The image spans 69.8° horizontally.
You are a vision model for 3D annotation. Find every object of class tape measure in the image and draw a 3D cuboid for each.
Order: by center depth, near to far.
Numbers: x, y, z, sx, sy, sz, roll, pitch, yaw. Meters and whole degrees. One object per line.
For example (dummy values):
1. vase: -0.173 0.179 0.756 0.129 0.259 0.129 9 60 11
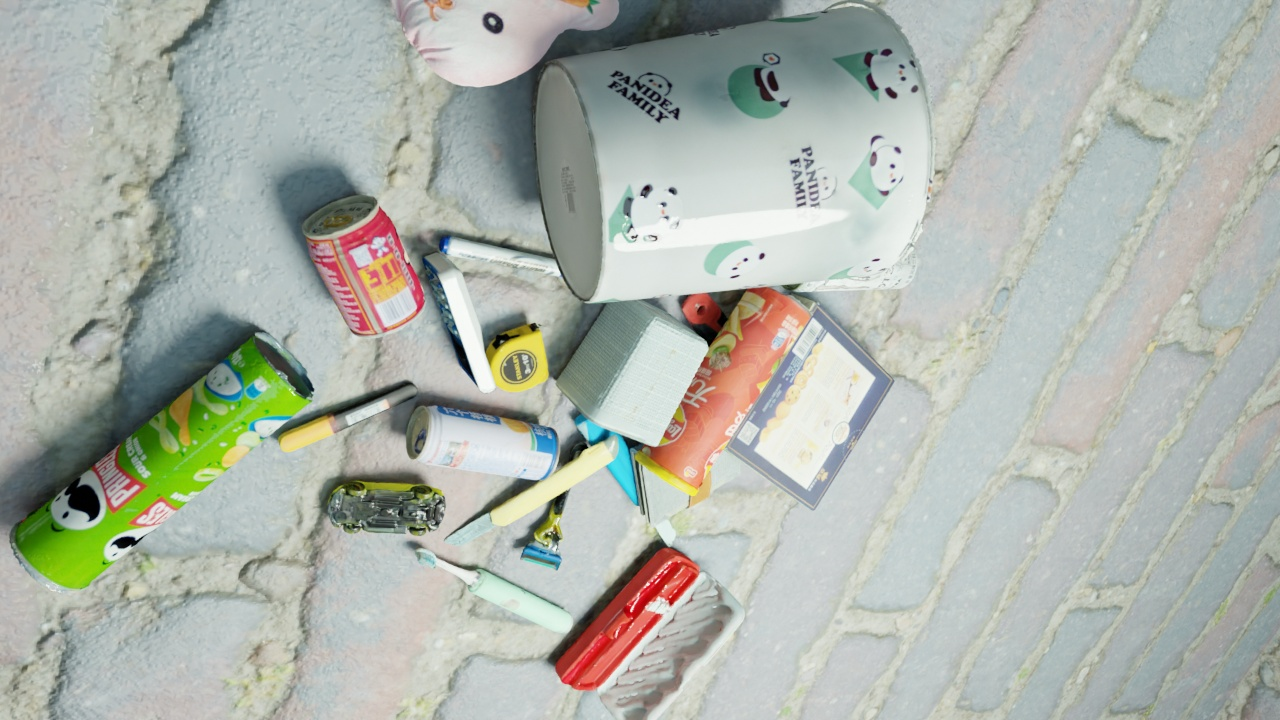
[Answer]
1. tape measure: -0.114 -0.001 0.835 0.057 0.029 0.060 -21 126 -19

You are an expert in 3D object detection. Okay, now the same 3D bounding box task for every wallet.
1. wallet: 0.055 0.113 0.984 0.129 0.037 0.107 -25 125 -26

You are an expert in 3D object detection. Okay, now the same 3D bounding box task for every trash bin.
1. trash bin: 0.059 -0.157 0.729 0.251 0.229 0.230 -11 122 -17

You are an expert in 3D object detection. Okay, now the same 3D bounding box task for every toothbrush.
1. toothbrush: -0.150 0.240 0.957 0.026 0.027 0.224 -44 129 7

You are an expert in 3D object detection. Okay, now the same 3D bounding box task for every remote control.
1. remote control: -0.153 -0.032 0.783 0.024 0.049 0.125 -25 127 -19

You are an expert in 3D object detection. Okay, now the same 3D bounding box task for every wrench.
1. wrench: 0.114 0.019 0.985 0.056 0.016 0.273 -42 130 -8

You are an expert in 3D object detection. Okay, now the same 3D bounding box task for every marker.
1. marker: -0.252 0.048 0.796 0.123 0.015 0.018 -24 128 -19
2. marker: -0.104 -0.087 0.798 0.145 0.017 0.017 9 112 -33

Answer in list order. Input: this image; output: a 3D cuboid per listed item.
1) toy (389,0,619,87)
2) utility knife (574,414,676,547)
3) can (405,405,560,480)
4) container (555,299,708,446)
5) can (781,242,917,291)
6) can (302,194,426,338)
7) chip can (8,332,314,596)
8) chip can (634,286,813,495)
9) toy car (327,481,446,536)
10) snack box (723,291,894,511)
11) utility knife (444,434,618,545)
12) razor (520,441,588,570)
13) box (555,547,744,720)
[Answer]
1. toy: -0.097 -0.263 0.656 0.159 0.054 0.121 -26 89 -17
2. utility knife: -0.007 0.131 0.979 0.034 0.018 0.234 -44 131 -18
3. can: -0.144 0.077 0.848 0.134 0.053 0.053 14 109 -35
4. container: -0.005 0.005 0.864 0.090 0.090 0.111 25 100 -38
5. can: 0.212 -0.101 0.942 0.146 0.058 0.058 -4 119 -28
6. can: -0.214 -0.073 0.712 0.066 0.066 0.094 -27 127 -13
7. chip can: -0.366 0.077 0.713 0.236 0.072 0.072 -40 129 -4
8. chip can: 0.082 0.026 0.904 0.073 0.073 0.216 36 86 -39
9. toy car: -0.233 0.133 0.846 0.105 0.032 0.048 5 115 -19
10. snack box: 0.176 0.049 0.998 0.182 0.046 0.178 37 84 -39
11. utility knife: -0.105 0.135 0.915 0.201 0.021 0.031 -33 120 -4
12. razor: -0.083 0.146 0.945 0.042 0.022 0.143 17 103 -13
13. box: 0.013 0.324 1.051 0.201 0.100 0.110 -49 141 3
